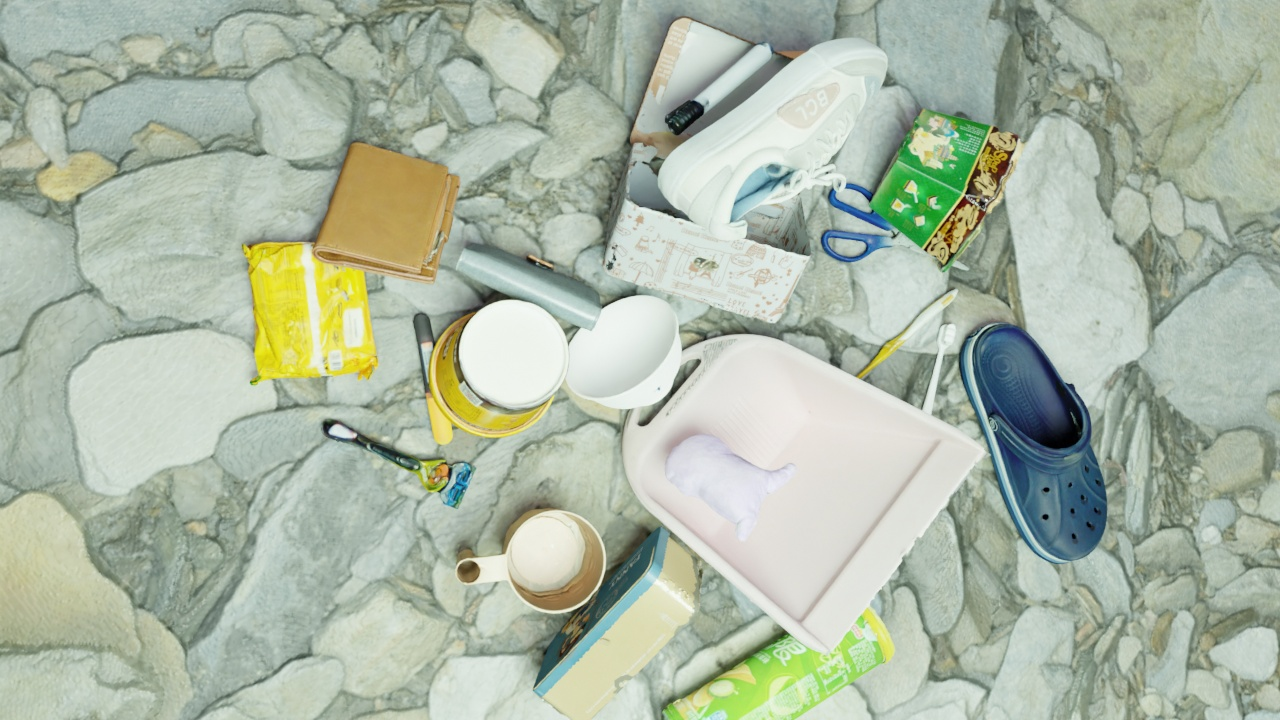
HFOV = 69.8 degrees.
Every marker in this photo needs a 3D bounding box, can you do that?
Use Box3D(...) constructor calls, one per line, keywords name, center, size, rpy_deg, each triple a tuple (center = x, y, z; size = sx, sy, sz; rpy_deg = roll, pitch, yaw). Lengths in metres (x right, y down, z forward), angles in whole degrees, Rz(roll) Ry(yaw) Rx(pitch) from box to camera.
Box3D(name="marker", center=(-0.192, 0.017, 0.847), size=(0.018, 0.015, 0.124), rpy_deg=(-11, 84, -14))
Box3D(name="marker", center=(0.070, -0.240, 0.803), size=(0.022, 0.018, 0.130), rpy_deg=(41, 69, 10))

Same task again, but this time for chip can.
Box3D(name="chip can", center=(0.125, 0.301, 0.849), size=(0.221, 0.073, 0.072), rpy_deg=(-27, 90, -13))

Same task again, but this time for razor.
Box3D(name="razor", center=(-0.221, 0.087, 0.829), size=(0.142, 0.022, 0.042), rpy_deg=(26, 78, -7))

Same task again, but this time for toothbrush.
Box3D(name="toothbrush", center=(0.296, 0.047, 0.939), size=(0.016, 0.016, 0.180), rpy_deg=(18, 81, -7))
Box3D(name="toothbrush", center=(0.256, -0.018, 0.939), size=(0.191, 0.016, 0.018), rpy_deg=(-39, 84, -12))

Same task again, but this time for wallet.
Box3D(name="wallet", center=(-0.223, -0.133, 0.823), size=(0.107, 0.031, 0.131), rpy_deg=(12, 56, -11))
Box3D(name="wallet", center=(-0.096, -0.074, 0.830), size=(0.129, 0.106, 0.037), rpy_deg=(23, 101, -8))

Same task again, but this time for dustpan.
Box3D(name="dustpan", center=(0.112, 0.088, 0.805), size=(0.222, 0.274, 0.139), rpy_deg=(-50, 120, -15))

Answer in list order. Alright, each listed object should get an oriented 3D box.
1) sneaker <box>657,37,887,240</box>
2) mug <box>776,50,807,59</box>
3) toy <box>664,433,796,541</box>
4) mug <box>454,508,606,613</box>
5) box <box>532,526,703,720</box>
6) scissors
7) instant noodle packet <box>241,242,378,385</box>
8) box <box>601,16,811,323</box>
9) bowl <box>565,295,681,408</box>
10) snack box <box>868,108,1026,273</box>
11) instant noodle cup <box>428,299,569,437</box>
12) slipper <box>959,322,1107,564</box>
Box3D(name="sneaker", center=(0.133, -0.182, 0.759), size=(0.241, 0.090, 0.090), rpy_deg=(-36, 70, -18))
Box3D(name="mug", center=(0.107, -0.270, 0.907), size=(0.122, 0.078, 0.078), rpy_deg=(2, 84, -7))
Box3D(name="toy", center=(0.070, 0.098, 0.785), size=(0.108, 0.039, 0.083), rpy_deg=(26, 60, 36))
Box3D(name="mug", center=(-0.099, 0.173, 0.802), size=(0.124, 0.104, 0.084), rpy_deg=(-5, 85, -12))
Box3D(name="box", center=(-0.014, 0.225, 0.789), size=(0.059, 0.089, 0.184), rpy_deg=(37, 105, -5))
Box3D(name="scissors", center=(0.267, -0.138, 0.956), size=(0.170, 0.012, 0.141), rpy_deg=(-18, 88, -14))
Box3D(name="instant noodle packet", center=(-0.293, -0.042, 0.817), size=(0.110, 0.044, 0.128), rpy_deg=(-5, 87, -14))
Box3D(name="box", center=(0.078, -0.167, 0.828), size=(0.180, 0.156, 0.227), rpy_deg=(18, 112, -9))
Box3D(name="bowl", center=(-0.005, 0.005, 0.851), size=(0.118, 0.118, 0.065), rpy_deg=(-49, 132, -12))
Box3D(name="snack box", center=(0.299, -0.179, 0.918), size=(0.105, 0.118, 0.118), rpy_deg=(29, 65, 7))
Box3D(name="instant noodle cup", center=(-0.120, 0.005, 0.803), size=(0.118, 0.115, 0.118), rpy_deg=(3, 80, -18))
Box3D(name="slipper", center=(0.409, 0.077, 0.921), size=(0.105, 0.095, 0.252), rpy_deg=(-20, 85, -10))
